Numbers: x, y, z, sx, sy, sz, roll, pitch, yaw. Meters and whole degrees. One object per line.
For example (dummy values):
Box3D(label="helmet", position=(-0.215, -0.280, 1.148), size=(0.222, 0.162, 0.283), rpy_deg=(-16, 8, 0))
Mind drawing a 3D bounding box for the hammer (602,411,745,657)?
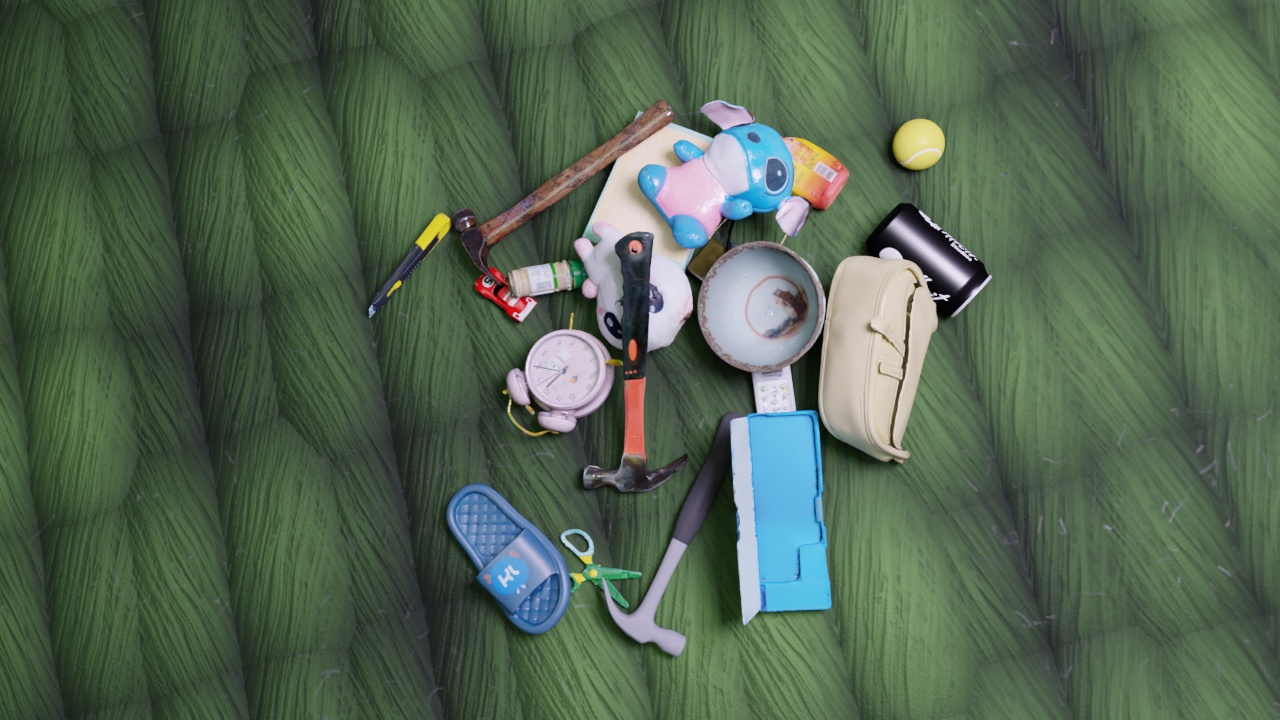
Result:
Box3D(label="hammer", position=(0.057, 0.206, 1.157), size=(0.125, 0.029, 0.310), rpy_deg=(27, 81, -1))

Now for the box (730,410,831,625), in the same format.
Box3D(label="box", position=(0.167, 0.184, 1.100), size=(0.114, 0.113, 0.243), rpy_deg=(-4, 87, 4))

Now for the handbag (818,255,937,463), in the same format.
Box3D(label="handbag", position=(0.297, 0.000, 1.109), size=(0.089, 0.190, 0.232), rpy_deg=(7, 79, 50))

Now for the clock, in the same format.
Box3D(label="clock", position=(-0.107, 0.028, 1.191), size=(0.117, 0.059, 0.158), rpy_deg=(43, 87, 10))

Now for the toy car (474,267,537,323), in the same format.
Box3D(label="toy car", position=(-0.182, -0.088, 1.233), size=(0.089, 0.025, 0.038), rpy_deg=(38, 85, 10))

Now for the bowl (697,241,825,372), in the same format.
Box3D(label="bowl", position=(0.163, -0.066, 1.148), size=(0.160, 0.093, 0.160), rpy_deg=(1, 92, 27))

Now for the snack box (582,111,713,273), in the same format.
Box3D(label="snack box", position=(0.026, -0.220, 1.228), size=(0.141, 0.044, 0.193), rpy_deg=(22, 83, 8))

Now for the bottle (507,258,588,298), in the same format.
Box3D(label="bottle", position=(-0.119, -0.108, 1.211), size=(0.110, 0.043, 0.042), rpy_deg=(-11, 79, -11))

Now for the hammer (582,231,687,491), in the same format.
Box3D(label="hammer", position=(-0.007, 0.007, 1.130), size=(0.133, 0.033, 0.333), rpy_deg=(2, 108, 6))

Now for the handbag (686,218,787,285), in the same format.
Box3D(label="handbag", position=(0.144, -0.162, 1.223), size=(0.084, 0.027, 0.178), rpy_deg=(38, 80, 11))

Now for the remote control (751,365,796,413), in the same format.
Box3D(label="remote control", position=(0.172, 0.047, 1.182), size=(0.050, 0.022, 0.133), rpy_deg=(-7, 80, 4))

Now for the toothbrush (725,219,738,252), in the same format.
Box3D(label="toothbrush", position=(0.130, -0.213, 1.222), size=(0.017, 0.014, 0.187), rpy_deg=(12, 71, -9))

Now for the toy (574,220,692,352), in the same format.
Box3D(label="toy", position=(-0.013, -0.096, 1.172), size=(0.139, 0.101, 0.179), rpy_deg=(-37, 93, 28))

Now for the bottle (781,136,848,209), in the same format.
Box3D(label="bottle", position=(0.205, -0.258, 1.217), size=(0.134, 0.048, 0.071), rpy_deg=(34, 84, 9))

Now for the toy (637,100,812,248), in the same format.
Box3D(label="toy", position=(0.110, -0.217, 1.154), size=(0.191, 0.099, 0.224), rpy_deg=(-30, 69, -2))

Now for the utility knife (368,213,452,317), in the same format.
Box3D(label="utility knife", position=(-0.317, -0.128, 1.251), size=(0.020, 0.029, 0.174), rpy_deg=(38, 87, 15))

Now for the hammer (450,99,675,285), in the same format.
Box3D(label="hammer", position=(-0.093, -0.232, 1.217), size=(0.330, 0.033, 0.120), rpy_deg=(-34, 70, 6))

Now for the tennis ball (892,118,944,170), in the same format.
Box3D(label="tennis ball", position=(0.363, -0.282, 1.199), size=(0.065, 0.065, 0.065), rpy_deg=(-1, 80, 5))

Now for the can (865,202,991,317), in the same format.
Box3D(label="can", position=(0.364, -0.128, 1.165), size=(0.146, 0.080, 0.080), rpy_deg=(43, 86, 10))

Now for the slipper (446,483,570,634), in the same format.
Box3D(label="slipper", position=(-0.168, 0.244, 1.156), size=(0.104, 0.059, 0.213), rpy_deg=(-40, 75, 2))

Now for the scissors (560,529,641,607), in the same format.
Box3D(label="scissors", position=(-0.058, 0.262, 1.172), size=(0.131, 0.012, 0.112), rpy_deg=(-1, 80, 6))
